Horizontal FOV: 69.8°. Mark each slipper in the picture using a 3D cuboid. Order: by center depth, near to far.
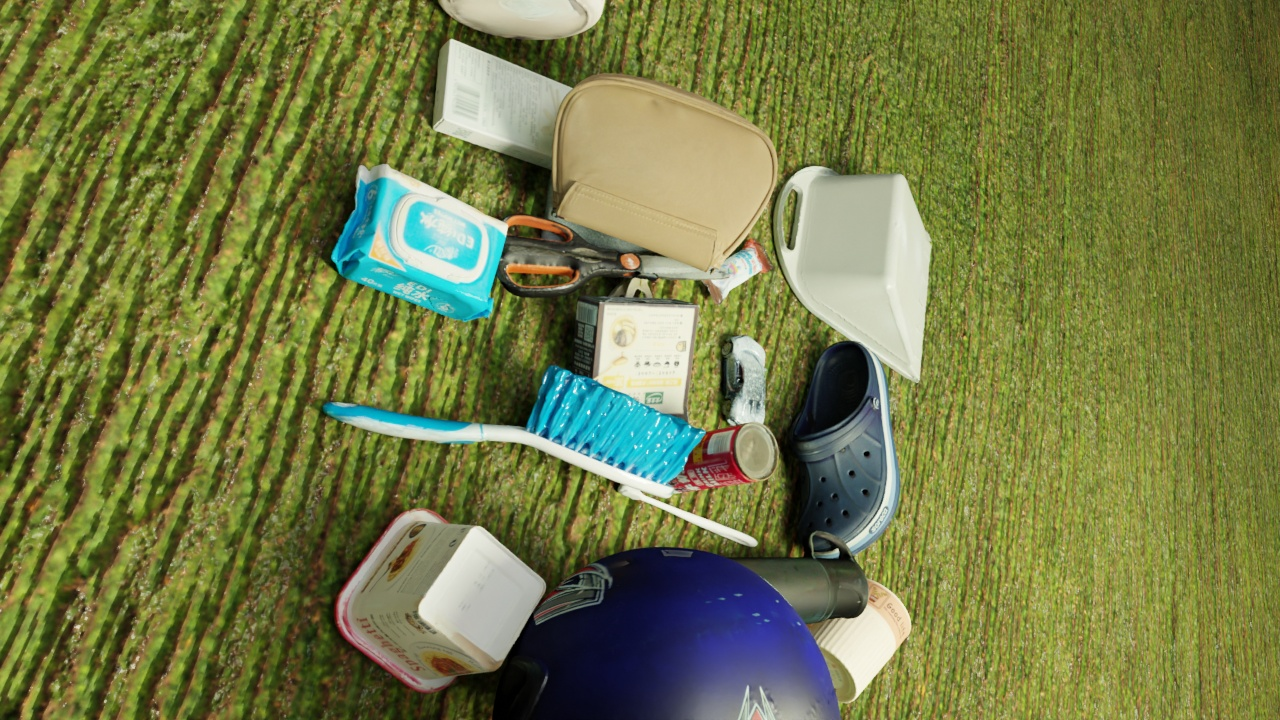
[{"bbox_3d":[0.216,0.087,0.994,0.095,0.105,0.252,30,59,-36],"label":"slipper"}]

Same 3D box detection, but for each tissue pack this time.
[{"bbox_3d":[-0.180,-0.096,0.763,0.140,0.063,0.089,23,65,-32],"label":"tissue pack"}]

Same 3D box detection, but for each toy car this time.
[{"bbox_3d":[0.113,0.022,0.981,0.049,0.031,0.105,14,69,-36],"label":"toy car"}]

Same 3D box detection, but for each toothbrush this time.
[{"bbox_3d":[0.050,0.152,0.909,0.180,0.016,0.016,28,58,-29],"label":"toothbrush"}]

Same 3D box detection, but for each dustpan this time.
[{"bbox_3d":[0.270,-0.124,1.155,0.258,0.143,0.222,49,48,-54],"label":"dustpan"}]

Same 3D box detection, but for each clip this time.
[{"bbox_3d":[-0.005,-0.075,0.908,0.034,0.075,0.100,27,64,-29],"label":"clip"}]

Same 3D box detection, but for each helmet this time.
[{"bbox_3d":[0.004,0.272,0.684,0.247,0.316,0.240,10,53,-22],"label":"helmet"}]

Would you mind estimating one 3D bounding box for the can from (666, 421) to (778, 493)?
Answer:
[{"bbox_3d":[0.063,0.093,0.858,0.053,0.133,0.053,11,72,-36],"label":"can"}]

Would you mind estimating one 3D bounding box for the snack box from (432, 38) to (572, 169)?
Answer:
[{"bbox_3d":[-0.118,-0.237,0.872,0.156,0.027,0.084,13,70,-35],"label":"snack box"}]

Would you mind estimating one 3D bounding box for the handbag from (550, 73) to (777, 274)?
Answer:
[{"bbox_3d":[0.017,-0.176,0.843,0.204,0.099,0.148,20,108,-5],"label":"handbag"}]

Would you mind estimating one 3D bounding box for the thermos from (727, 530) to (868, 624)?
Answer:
[{"bbox_3d":[0.104,0.210,0.879,0.242,0.069,0.090,5,73,-28],"label":"thermos"}]

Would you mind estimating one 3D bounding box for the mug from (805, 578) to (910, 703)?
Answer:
[{"bbox_3d":[0.210,0.282,0.964,0.114,0.082,0.105,45,52,13],"label":"mug"}]

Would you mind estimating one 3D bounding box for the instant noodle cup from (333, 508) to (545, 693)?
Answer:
[{"bbox_3d":[-0.143,0.177,0.681,0.116,0.124,0.116,46,55,-20],"label":"instant noodle cup"}]

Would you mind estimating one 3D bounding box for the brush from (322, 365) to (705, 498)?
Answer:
[{"bbox_3d":[-0.093,0.051,0.767,0.314,0.060,0.109,24,91,-23],"label":"brush"}]

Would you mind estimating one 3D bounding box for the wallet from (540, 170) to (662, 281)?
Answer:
[{"bbox_3d":[-0.034,-0.131,0.887,0.121,0.019,0.097,9,72,-8],"label":"wallet"}]

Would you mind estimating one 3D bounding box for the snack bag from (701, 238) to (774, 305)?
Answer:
[{"bbox_3d":[0.104,-0.099,1.009,0.105,0.026,0.045,-33,102,-36],"label":"snack bag"}]

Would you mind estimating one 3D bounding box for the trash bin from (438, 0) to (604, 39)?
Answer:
[{"bbox_3d":[-0.104,-0.408,0.826,0.227,0.228,0.192,3,89,-37],"label":"trash bin"}]

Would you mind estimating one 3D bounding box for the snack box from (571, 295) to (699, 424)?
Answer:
[{"bbox_3d":[-0.005,0.005,0.861,0.113,0.053,0.126,-1,103,-34],"label":"snack box"}]

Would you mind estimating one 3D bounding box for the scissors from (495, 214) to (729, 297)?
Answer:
[{"bbox_3d":[-0.026,-0.105,0.859,0.234,0.022,0.139,-16,64,-27],"label":"scissors"}]
